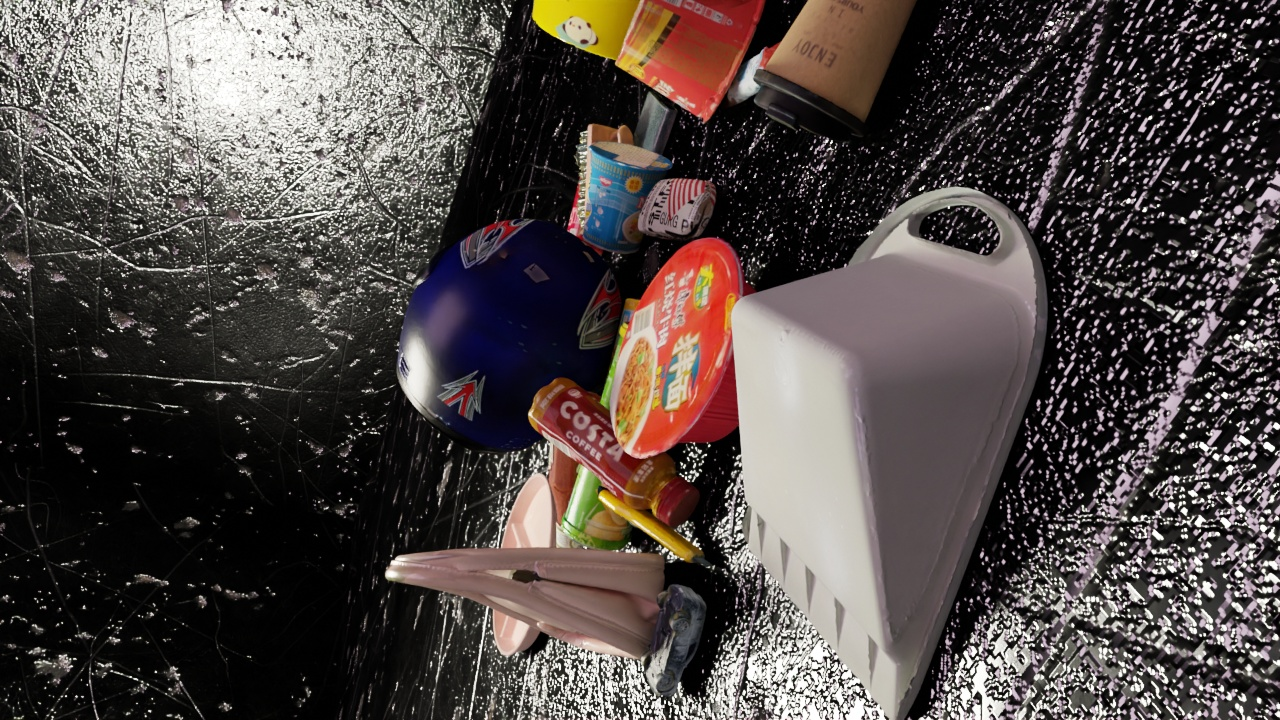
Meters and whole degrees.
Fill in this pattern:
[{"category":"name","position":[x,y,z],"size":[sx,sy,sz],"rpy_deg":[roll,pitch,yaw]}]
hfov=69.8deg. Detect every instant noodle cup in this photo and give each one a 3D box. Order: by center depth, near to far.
[{"category":"instant noodle cup","position":[0.049,-0.003,0.769],"size":[0.194,0.065,0.193],"rpy_deg":[-43,36,43]},{"category":"instant noodle cup","position":[0.045,-0.323,0.906],"size":[0.138,0.108,0.138],"rpy_deg":[-158,91,-81]},{"category":"instant noodle cup","position":[-0.023,-0.188,1.073],"size":[0.099,0.099,0.110],"rpy_deg":[-112,32,-58]}]

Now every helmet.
[{"category":"helmet","position":[-0.137,-0.046,1.080],"size":[0.241,0.247,0.314],"rpy_deg":[-52,6,18]}]

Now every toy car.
[{"category":"toy car","position":[0.027,0.226,0.740],"size":[0.043,0.034,0.090],"rpy_deg":[-146,69,-66]}]

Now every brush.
[{"category":"brush","position":[-0.043,-0.223,1.167],"size":[0.073,0.063,0.145],"rpy_deg":[4,92,46]}]

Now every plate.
[{"category":"plate","position":[-0.142,0.260,1.173],"size":[0.230,0.028,0.229],"rpy_deg":[-166,91,-71]}]

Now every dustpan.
[{"category":"dustpan","position":[0.154,0.034,0.568],"size":[0.222,0.142,0.258],"rpy_deg":[-134,31,-67]}]

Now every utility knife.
[{"category":"utility knife","position":[0.009,0.146,0.798],"size":[0.172,0.033,0.015],"rpy_deg":[25,94,54]}]

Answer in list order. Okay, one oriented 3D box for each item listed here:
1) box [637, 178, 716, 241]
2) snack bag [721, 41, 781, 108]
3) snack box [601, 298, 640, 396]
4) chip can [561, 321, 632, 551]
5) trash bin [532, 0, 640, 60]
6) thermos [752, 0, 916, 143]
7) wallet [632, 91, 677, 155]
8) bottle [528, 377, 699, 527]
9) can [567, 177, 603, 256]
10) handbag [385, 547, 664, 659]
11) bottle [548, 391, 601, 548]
[{"category":"box","position":[0.033,-0.159,0.959],"size":[0.068,0.051,0.164],"rpy_deg":[-57,19,-4]},{"category":"snack bag","position":[0.108,-0.267,0.860],"size":[0.048,0.026,0.104],"rpy_deg":[-69,18,-8]},{"category":"snack box","position":[-0.006,0.006,0.975],"size":[0.087,0.033,0.140],"rpy_deg":[-163,89,-70]},{"category":"chip can","position":[-0.016,0.077,0.896],"size":[0.072,0.072,0.221],"rpy_deg":[-140,66,-68]},{"category":"trash bin","position":[-0.007,-0.499,1.061],"size":[0.229,0.229,0.256],"rpy_deg":[-106,30,-53]},{"category":"thermos","position":[0.146,-0.230,0.659],"size":[0.143,0.093,0.093],"rpy_deg":[-62,23,15]},{"category":"wallet","position":[0.011,-0.277,1.140],"size":[0.120,0.019,0.097],"rpy_deg":[-113,41,-61]},{"category":"bottle","position":[-0.024,0.083,0.822],"size":[0.175,0.057,0.058],"rpy_deg":[36,116,29]},{"category":"can","position":[-0.064,-0.207,1.235],"size":[0.053,0.053,0.132],"rpy_deg":[-174,98,-70]},{"category":"handbag","position":[-0.109,0.202,0.823],"size":[0.194,0.234,0.093],"rpy_deg":[151,131,-64]},{"category":"bottle","position":[-0.070,0.135,0.983],"size":[0.059,0.059,0.206],"rpy_deg":[-120,33,-62]}]
